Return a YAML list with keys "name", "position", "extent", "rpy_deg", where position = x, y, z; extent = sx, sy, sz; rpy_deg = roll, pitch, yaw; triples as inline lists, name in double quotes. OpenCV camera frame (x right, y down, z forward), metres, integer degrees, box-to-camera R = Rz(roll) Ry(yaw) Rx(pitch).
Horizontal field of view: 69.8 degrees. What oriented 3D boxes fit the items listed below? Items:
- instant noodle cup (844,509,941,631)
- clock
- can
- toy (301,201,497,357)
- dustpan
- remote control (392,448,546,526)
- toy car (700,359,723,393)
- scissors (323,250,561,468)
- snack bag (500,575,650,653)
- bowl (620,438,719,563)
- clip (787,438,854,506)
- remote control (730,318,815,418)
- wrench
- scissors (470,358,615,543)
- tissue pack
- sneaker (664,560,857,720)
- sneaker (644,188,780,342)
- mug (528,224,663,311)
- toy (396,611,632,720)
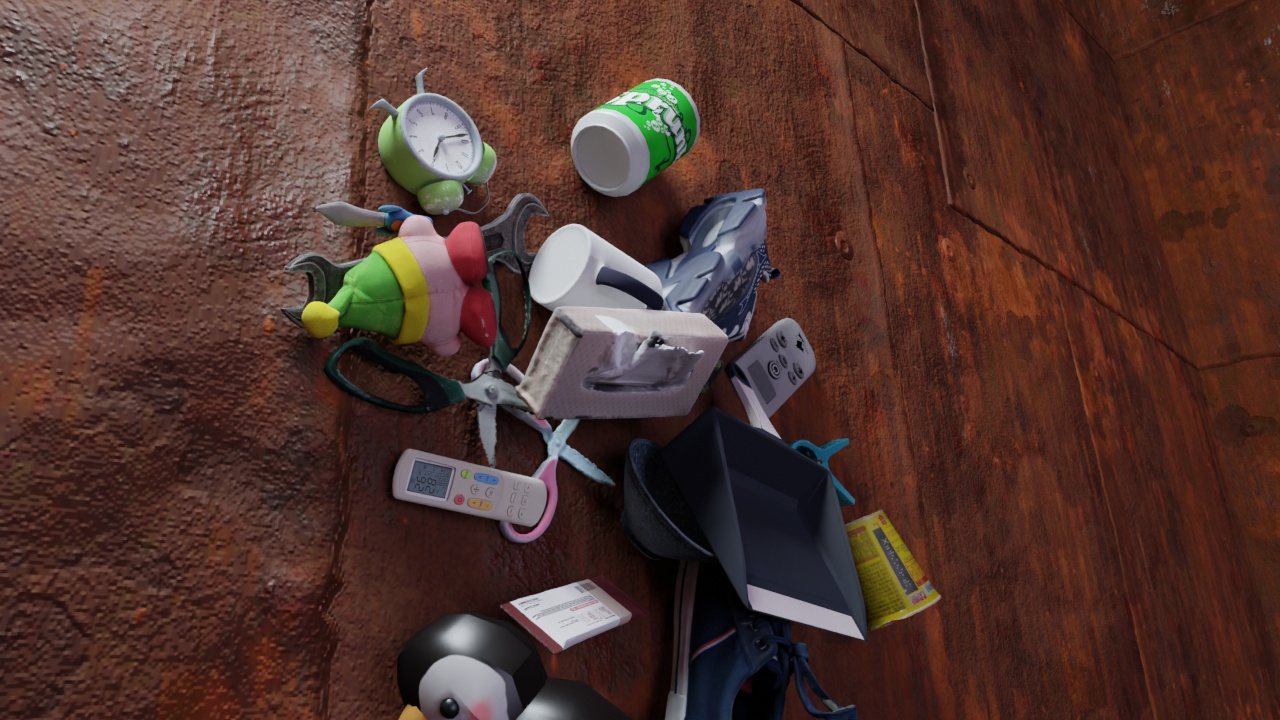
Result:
- name: "instant noodle cup"
  position: [0.262, 0.230, 1.020]
  extent: [0.100, 0.101, 0.112]
  rpy_deg: [-9, 69, -47]
- name: "clock"
  position: [-0.173, -0.177, 0.783]
  extent: [0.119, 0.043, 0.094]
  rpy_deg: [51, 46, -16]
- name: "can"
  position: [-0.004, -0.230, 0.943]
  extent: [0.088, 0.088, 0.139]
  rpy_deg: [57, 43, -11]
- name: "toy"
  position: [-0.175, -0.056, 0.672]
  extent: [0.131, 0.097, 0.124]
  rpy_deg: [-7, 106, -8]
- name: "dustpan"
  position: [0.126, 0.119, 0.884]
  extent: [0.236, 0.080, 0.273]
  rpy_deg: [29, 22, -47]
- name: "remote control"
  position: [-0.131, 0.099, 0.709]
  extent: [0.125, 0.018, 0.038]
  rpy_deg: [18, 80, -28]
- name: "toy car"
  position: [0.051, 0.018, 0.931]
  extent: [0.027, 0.039, 0.089]
  rpy_deg: [39, 36, 23]
- name: "scissors"
  position: [-0.144, -0.015, 0.748]
  extent: [0.201, 0.015, 0.205]
  rpy_deg: [23, 59, -31]
- name: "snack bag"
  position: [-0.047, 0.196, 0.717]
  extent: [0.057, 0.013, 0.157]
  rpy_deg: [32, 9, 23]
- name: "bowl"
  position: [0.020, 0.140, 0.819]
  extent: [0.137, 0.057, 0.137]
  rpy_deg: [42, 16, -15]
- name: "clip"
  position: [0.200, 0.125, 1.045]
  extent: [0.116, 0.026, 0.097]
  rpy_deg: [18, 59, -40]
- name: "remote control"
  position: [0.156, 0.006, 1.053]
  extent: [0.150, 0.019, 0.074]
  rpy_deg: [-37, 100, -47]
- name: "wrench"
  position: [-0.172, -0.084, 0.752]
  extent: [0.272, 0.010, 0.070]
  rpy_deg: [-25, 119, -47]
- name: "scissors"
  position: [-0.088, 0.069, 0.785]
  extent: [0.177, 0.013, 0.170]
  rpy_deg: [49, 47, -17]
- name: "tissue pack"
  position: [-0.005, 0.005, 0.775]
  extent: [0.181, 0.104, 0.071]
  rpy_deg: [4, 34, -43]
- name: "sneaker"
  position: [0.107, 0.243, 0.814]
  extent: [0.120, 0.128, 0.293]
  rpy_deg: [42, 36, -24]
- name: "sneaker"
  position: [0.071, -0.058, 0.948]
  extent: [0.268, 0.103, 0.132]
  rpy_deg: [-53, 129, -36]
- name: "mug"
  position: [-0.030, -0.065, 0.824]
  extent: [0.096, 0.112, 0.078]
  rpy_deg: [29, 80, -41]
- name: "toy"
  position: [-0.082, 0.246, 0.630]
  extent: [0.184, 0.159, 0.139]
  rpy_deg: [46, 54, 4]
